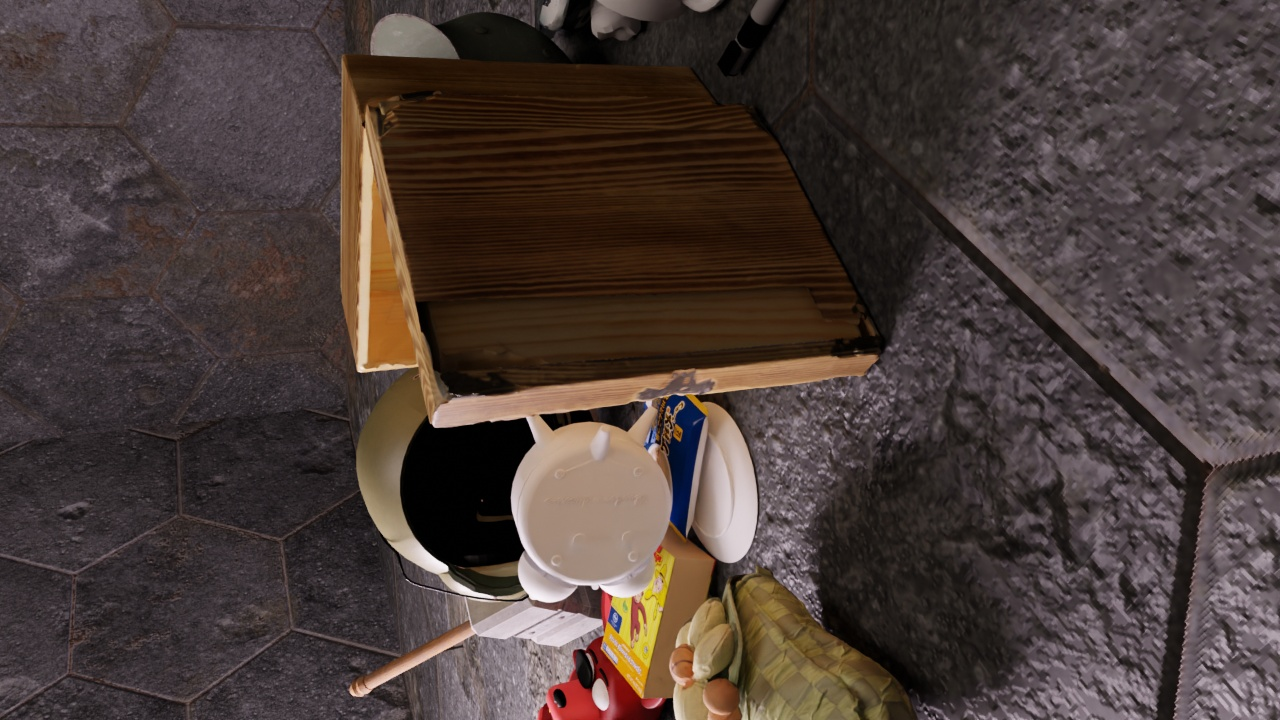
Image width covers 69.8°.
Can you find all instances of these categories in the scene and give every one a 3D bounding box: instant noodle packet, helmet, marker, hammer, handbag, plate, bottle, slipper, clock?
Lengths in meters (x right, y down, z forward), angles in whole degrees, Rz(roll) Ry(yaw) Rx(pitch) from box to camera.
[{"bbox_3d":[0.027,0.077,0.782,0.087,0.026,0.134,46,137,50],"label":"instant noodle packet"},{"bbox_3d":[-0.137,-0.241,0.905,0.268,0.153,0.228,46,149,-7],"label":"helmet"},{"bbox_3d":[0.088,-0.241,0.608,0.141,0.016,0.016,129,130,-58],"label":"marker"},{"bbox_3d":[-0.208,0.309,1.030,0.318,0.162,0.082,-31,58,17],"label":"hammer"},{"bbox_3d":[0.084,0.218,0.594,0.186,0.116,0.113,32,110,62],"label":"handbag"},{"bbox_3d":[0.058,0.102,0.766,0.135,0.011,0.134,174,90,-66],"label":"plate"},{"bbox_3d":[-0.136,0.092,0.876,0.233,0.255,0.250,15,109,63],"label":"helmet"},{"bbox_3d":[-0.025,-0.353,0.802,0.044,0.044,0.136,-169,75,-66],"label":"bottle"},{"bbox_3d":[-0.071,-0.369,0.888,0.264,0.063,0.111,-136,43,-74],"label":"slipper"},{"bbox_3d":[-0.039,0.120,0.741,0.073,0.125,0.161,-136,48,-70],"label":"clock"}]

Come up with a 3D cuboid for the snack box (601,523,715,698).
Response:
[{"bbox_3d":[0.014,0.218,0.812,0.088,0.040,0.126,26,105,62],"label":"snack box"}]

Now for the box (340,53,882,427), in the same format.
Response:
[{"bbox_3d":[-0.046,-0.056,0.639,0.287,0.278,0.336,106,150,-41],"label":"box"}]

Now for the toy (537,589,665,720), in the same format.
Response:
[{"bbox_3d":[-0.035,0.350,0.922,0.158,0.120,0.197,-129,48,-55],"label":"toy"}]

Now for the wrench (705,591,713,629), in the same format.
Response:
[{"bbox_3d":[0.093,0.241,0.723,0.273,0.010,0.070,-143,52,-60],"label":"wrench"}]

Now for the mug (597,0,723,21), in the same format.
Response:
[{"bbox_3d":[0.019,-0.308,0.676,0.121,0.090,0.090,39,142,10],"label":"mug"}]
